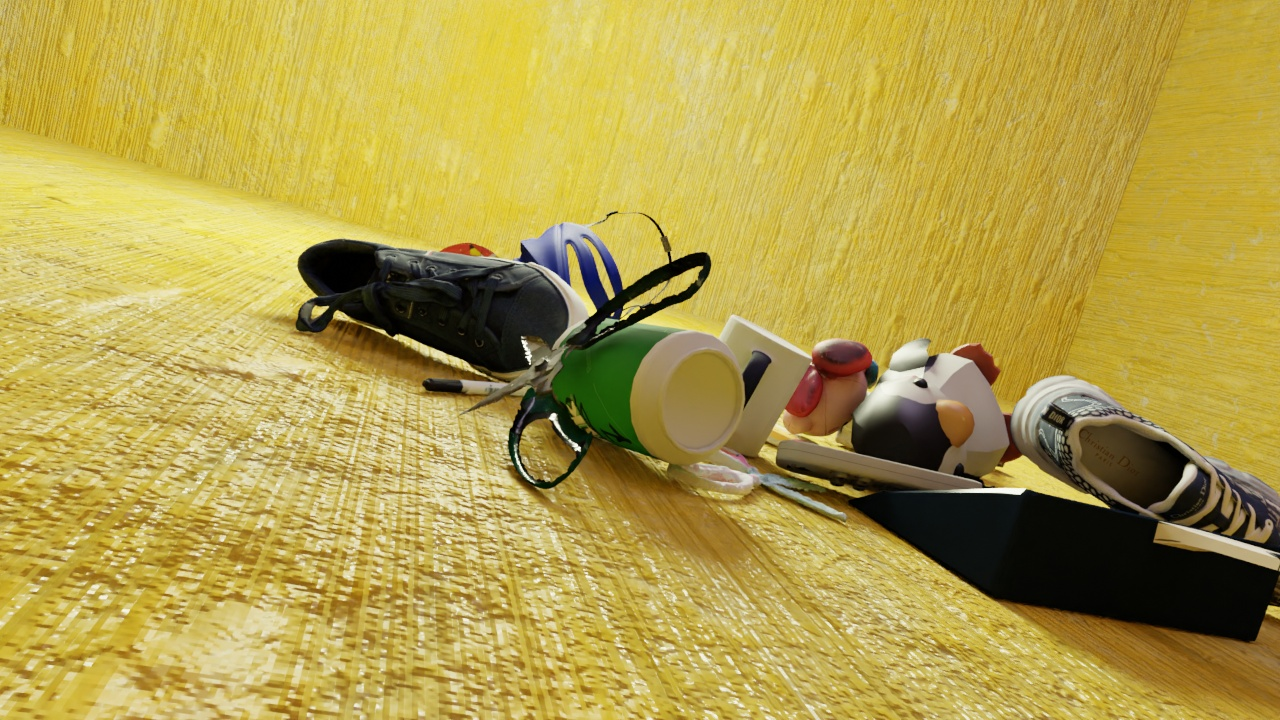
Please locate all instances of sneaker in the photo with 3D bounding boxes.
[{"bbox_3d":[0.426,0.110,0.726,0.269,0.103,0.132,36,10,13],"label":"sneaker"},{"bbox_3d":[-0.184,-0.052,0.780,0.295,0.120,0.127,15,-7,29],"label":"sneaker"}]

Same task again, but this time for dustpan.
[{"bbox_3d":[0.317,0.124,0.617,0.236,0.080,0.273,14,7,-21],"label":"dustpan"}]

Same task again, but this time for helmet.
[{"bbox_3d":[-0.053,-0.108,1.136,0.227,0.148,0.241,-22,11,-11],"label":"helmet"}]

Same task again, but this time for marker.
[{"bbox_3d":[-0.115,0.022,0.727,0.011,0.011,0.152,20,7,33],"label":"marker"}]

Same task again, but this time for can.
[{"bbox_3d":[0.000,0.018,0.634,0.087,0.088,0.140,11,0,-36],"label":"can"}]

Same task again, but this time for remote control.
[{"bbox_3d":[0.117,0.066,0.896,0.126,0.018,0.038,23,9,34],"label":"remote control"},{"bbox_3d":[0.180,0.091,0.711,0.151,0.019,0.074,12,-12,10],"label":"remote control"}]

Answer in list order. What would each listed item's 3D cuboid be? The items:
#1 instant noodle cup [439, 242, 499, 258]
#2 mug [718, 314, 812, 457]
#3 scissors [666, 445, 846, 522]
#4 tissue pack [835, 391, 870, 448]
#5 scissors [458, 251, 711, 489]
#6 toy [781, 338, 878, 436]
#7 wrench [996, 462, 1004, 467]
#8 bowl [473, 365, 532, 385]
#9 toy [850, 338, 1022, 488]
[{"bbox_3d":[-0.194,-0.080,1.072,0.100,0.100,0.112,16,-1,0],"label":"instant noodle cup"},{"bbox_3d":[0.087,0.023,0.772,0.078,0.097,0.111,29,9,5],"label":"mug"},{"bbox_3d":[0.071,0.082,0.673,0.171,0.013,0.176,25,9,39],"label":"scissors"},{"bbox_3d":[0.294,0.078,1.041,0.104,0.071,0.181,22,12,34],"label":"tissue pack"},{"bbox_3d":[-0.027,-0.003,0.583,0.015,0.205,0.201,55,-2,-28],"label":"scissors"},{"bbox_3d":[0.175,0.027,0.890,0.097,0.124,0.131,38,-16,31],"label":"toy"},{"bbox_3d":[0.385,0.080,1.093,0.070,0.010,0.273,25,-8,35],"label":"wrench"},{"bbox_3d":[-0.087,-0.010,0.861,0.137,0.057,0.137,16,6,-2],"label":"bowl"},{"bbox_3d":[0.246,0.066,0.830,0.140,0.159,0.183,-27,-9,34],"label":"toy"}]
